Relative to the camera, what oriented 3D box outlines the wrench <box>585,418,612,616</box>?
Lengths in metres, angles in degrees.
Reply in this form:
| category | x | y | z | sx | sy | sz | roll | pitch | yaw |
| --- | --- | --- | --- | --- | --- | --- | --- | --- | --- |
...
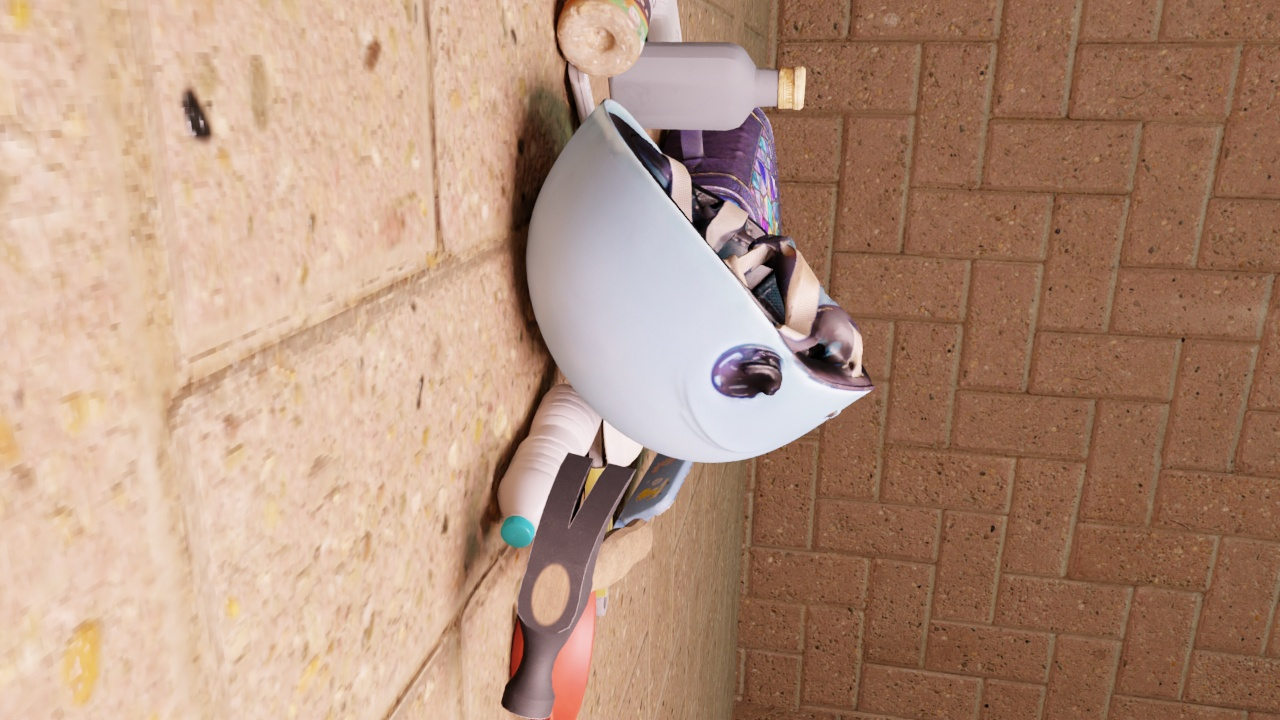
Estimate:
| category | x | y | z | sx | sy | sz | roll | pitch | yaw |
| --- | --- | --- | --- | --- | --- | --- | --- | --- | --- |
| wrench | -0.036 | 0.101 | 0.800 | 0.083 | 0.018 | 0.274 | -63 | 154 | -68 |

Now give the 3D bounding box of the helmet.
| category | x | y | z | sx | sy | sz | roll | pitch | yaw |
| --- | --- | --- | --- | --- | --- | --- | --- | --- | --- |
| helmet | 0.023 | -0.035 | 0.593 | 0.265 | 0.167 | 0.225 | 43 | 13 | -43 |

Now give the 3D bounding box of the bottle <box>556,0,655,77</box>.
| category | x | y | z | sx | sy | sz | roll | pitch | yaw |
| --- | --- | --- | --- | --- | --- | --- | --- | --- | --- |
| bottle | -0.015 | -0.272 | 0.656 | 0.059 | 0.059 | 0.166 | 81 | 16 | -50 |

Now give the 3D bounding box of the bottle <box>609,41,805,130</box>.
| category | x | y | z | sx | sy | sz | roll | pitch | yaw |
| --- | --- | --- | --- | --- | --- | --- | --- | --- | --- |
| bottle | 0.057 | -0.232 | 0.778 | 0.072 | 0.161 | 0.046 | 83 | 15 | -45 |

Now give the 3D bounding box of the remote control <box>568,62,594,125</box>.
| category | x | y | z | sx | sy | sz | roll | pitch | yaw |
| --- | --- | --- | --- | --- | --- | --- | --- | --- | --- |
| remote control | -0.037 | -0.171 | 0.695 | 0.131 | 0.012 | 0.033 | 77 | 5 | -58 |

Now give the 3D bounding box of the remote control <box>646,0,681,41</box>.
| category | x | y | z | sx | sy | sz | roll | pitch | yaw |
| --- | --- | --- | --- | --- | --- | --- | --- | --- | --- |
| remote control | 0.023 | -0.336 | 0.927 | 0.138 | 0.025 | 0.060 | 63 | 33 | -74 |

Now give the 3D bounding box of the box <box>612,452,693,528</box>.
| category | x | y | z | sx | sy | sz | roll | pitch | yaw |
| --- | --- | --- | --- | --- | --- | --- | --- | --- | --- |
| box | 0.023 | 0.114 | 0.934 | 0.127 | 0.039 | 0.208 | -58 | 177 | 36 |

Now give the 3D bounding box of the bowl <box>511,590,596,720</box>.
| category | x | y | z | sx | sy | sz | roll | pitch | yaw |
| --- | --- | --- | --- | --- | --- | --- | --- | --- | --- |
| bowl | -0.062 | 0.201 | 0.649 | 0.122 | 0.035 | 0.122 | 5 | 89 | -79 |

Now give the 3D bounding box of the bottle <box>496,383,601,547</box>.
| category | x | y | z | sx | sy | sz | roll | pitch | yaw |
| --- | --- | --- | --- | --- | --- | --- | --- | --- | --- |
| bottle | -0.060 | 0.067 | 0.589 | 0.136 | 0.044 | 0.044 | -70 | 161 | -56 |

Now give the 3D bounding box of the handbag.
| category | x | y | z | sx | sy | sz | roll | pitch | yaw |
| --- | --- | --- | --- | --- | --- | --- | --- | --- | --- |
| handbag | 0.079 | -0.176 | 1.005 | 0.204 | 0.126 | 0.222 | -73 | 153 | -49 |

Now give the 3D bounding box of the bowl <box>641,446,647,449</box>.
| category | x | y | z | sx | sy | sz | roll | pitch | yaw |
| --- | --- | --- | --- | --- | --- | --- | --- | --- | --- |
| bowl | 0.037 | 0.028 | 0.962 | 0.063 | 0.145 | 0.145 | 55 | 17 | -5 |

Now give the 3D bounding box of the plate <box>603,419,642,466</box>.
| category | x | y | z | sx | sy | sz | roll | pitch | yaw |
| --- | --- | --- | --- | --- | --- | --- | --- | --- | --- |
| plate | -0.005 | 0.005 | 0.791 | 0.182 | 0.034 | 0.182 | 4 | 88 | -85 |

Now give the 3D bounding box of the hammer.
| category | x | y | z | sx | sy | sz | roll | pitch | yaw |
| --- | --- | --- | --- | --- | --- | --- | --- | --- | --- |
| hammer | -0.024 | 0.130 | 0.618 | 0.305 | 0.040 | 0.132 | 33 | 71 | -80 |
